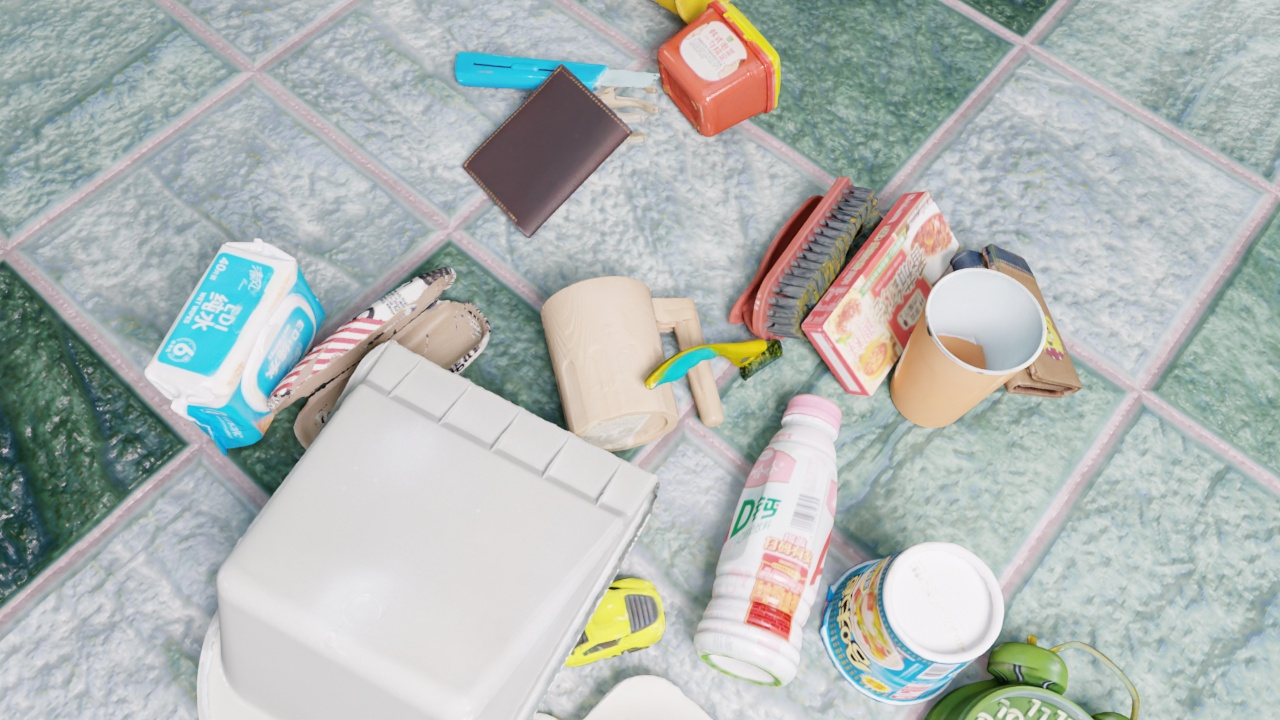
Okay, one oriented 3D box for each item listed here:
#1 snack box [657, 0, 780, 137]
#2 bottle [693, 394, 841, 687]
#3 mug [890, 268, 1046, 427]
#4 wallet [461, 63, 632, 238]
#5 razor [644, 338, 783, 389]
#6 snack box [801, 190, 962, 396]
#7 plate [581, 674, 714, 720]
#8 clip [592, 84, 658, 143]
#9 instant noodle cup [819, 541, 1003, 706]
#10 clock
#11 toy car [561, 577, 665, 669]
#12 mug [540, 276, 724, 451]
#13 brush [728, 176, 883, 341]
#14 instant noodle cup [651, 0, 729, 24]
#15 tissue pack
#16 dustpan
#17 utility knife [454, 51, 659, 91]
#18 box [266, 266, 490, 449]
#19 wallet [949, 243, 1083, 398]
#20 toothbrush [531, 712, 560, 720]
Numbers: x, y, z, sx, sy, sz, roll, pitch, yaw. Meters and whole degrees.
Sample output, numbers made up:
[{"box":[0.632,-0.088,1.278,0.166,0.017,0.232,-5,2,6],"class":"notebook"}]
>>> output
[{"box":[0.065,-0.247,0.784,0.080,0.082,0.091,-33,69,-5],"class":"snack box"},{"box":[0.095,0.115,0.623,0.068,0.068,0.196,18,62,7],"class":"bottle"},{"box":[0.221,-0.001,0.646,0.078,0.123,0.078,1,65,-2],"class":"mug"},{"box":[-0.079,-0.174,0.756,0.122,0.020,0.096,-44,68,4],"class":"wallet"},{"box":[0.047,0.003,0.647,0.132,0.043,0.028,-11,73,-46],"class":"razor"},{"box":[0.189,-0.052,0.700,0.152,0.025,0.075,-50,117,-20],"class":"snack box"},{"box":[0.003,0.290,0.540,0.163,0.034,0.164,41,80,16],"class":"plate"},{"box":[-0.029,-0.232,0.800,0.105,0.035,0.082,30,71,21],"class":"clip"},{"box":[0.173,0.161,0.576,0.099,0.110,0.099,1,66,-2],"class":"instant noodle cup"},{"box":[0.245,0.245,0.569,0.161,0.056,0.116,-42,73,-19],"class":"clock"},{"box":[-0.035,0.175,0.608,0.105,0.032,0.048,-12,66,-6],"class":"toy car"},{"box":[-0.004,0.004,0.669,0.124,0.084,0.103,-2,64,-26],"class":"mug"},{"box":[0.128,-0.074,0.717,0.069,0.063,0.145,20,64,41],"class":"brush"},{"box":[0.026,-0.384,0.822,0.110,0.138,0.137,29,67,21],"class":"instant noodle cup"},{"box":[-0.282,-0.010,0.656,0.063,0.090,0.139,17,65,7],"class":"tissue pack"},{"box":[-0.148,0.153,0.578,0.223,0.143,0.256,26,43,8],"class":"dustpan"},{"box":[-0.075,-0.246,0.789,0.191,0.018,0.034,9,63,17],"class":"utility knife"},{"box":[-0.183,0.006,0.670,0.162,0.076,0.088,-43,99,-19],"class":"box"},{"box":[0.285,-0.029,0.695,0.090,0.033,0.115,7,60,-38],"class":"wallet"},{"box":[0.013,0.270,0.575,0.191,0.018,0.016,24,64,12],"class":"toothbrush"}]
